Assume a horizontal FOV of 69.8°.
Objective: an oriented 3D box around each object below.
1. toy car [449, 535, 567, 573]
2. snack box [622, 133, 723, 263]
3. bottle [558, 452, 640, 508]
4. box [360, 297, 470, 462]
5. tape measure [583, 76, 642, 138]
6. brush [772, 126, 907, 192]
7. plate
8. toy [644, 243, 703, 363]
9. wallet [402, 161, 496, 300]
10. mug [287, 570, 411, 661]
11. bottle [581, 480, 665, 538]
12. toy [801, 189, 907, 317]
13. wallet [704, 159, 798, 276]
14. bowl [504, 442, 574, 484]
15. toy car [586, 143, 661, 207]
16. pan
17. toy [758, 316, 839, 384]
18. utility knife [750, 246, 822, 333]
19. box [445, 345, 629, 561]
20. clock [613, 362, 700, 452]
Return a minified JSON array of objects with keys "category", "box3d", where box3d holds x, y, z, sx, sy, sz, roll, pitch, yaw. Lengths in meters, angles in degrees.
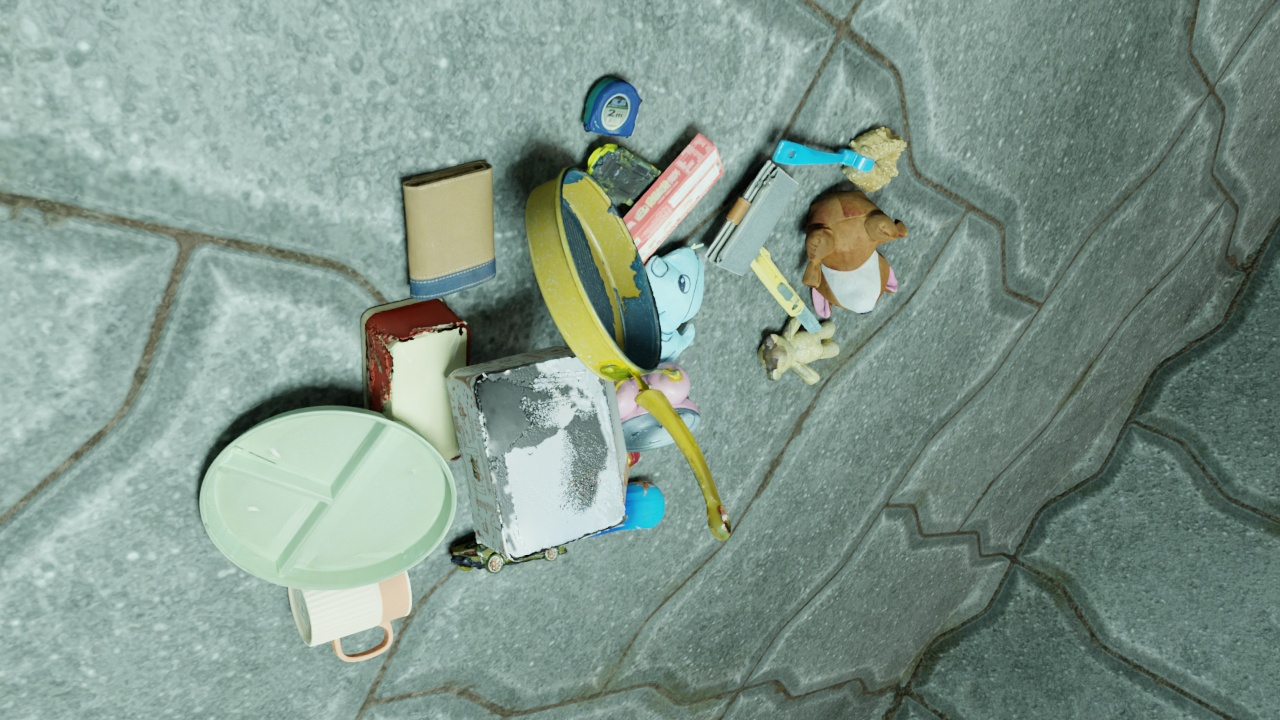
[{"category":"toy car","box3d":[-0.159,0.232,1.121,0.157,0.070,0.042,3,82,-47]},{"category":"snack box","box3d":[0.026,-0.162,0.963,0.153,0.025,0.075,-48,165,1]},{"category":"bottle","box3d":[-0.071,0.144,1.119,0.174,0.057,0.058,-28,140,-42]},{"category":"box","box3d":[-0.213,0.031,0.879,0.091,0.076,0.169,-18,133,-34]},{"category":"tape measure","box3d":[-0.027,-0.238,0.864,0.058,0.025,0.055,-8,126,-45]},{"category":"brush","box3d":[0.239,-0.243,1.096,0.254,0.046,0.083,-10,133,-46]},{"category":"plate","box3d":[-0.291,0.132,0.868,0.230,0.027,0.231,-7,128,-10]},{"category":"toy","box3d":[0.035,-0.063,1.056,0.156,0.050,0.161,-61,149,2]},{"category":"wallet","box3d":[-0.171,-0.116,0.827,0.090,0.033,0.115,-23,135,-33]},{"category":"mug","box3d":[-0.306,0.262,0.973,0.105,0.082,0.114,-13,97,-35]},{"category":"bottle","box3d":[-0.062,0.194,1.179,0.218,0.065,0.065,2,121,-46]},{"category":"toy","box3d":[0.276,-0.124,1.189,0.140,0.130,0.200,-12,151,7]},{"category":"wallet","box3d":[0.127,-0.165,1.064,0.130,0.037,0.106,-58,158,11]},{"category":"bowl","box3d":[-0.117,0.106,1.036,0.118,0.118,0.065,-28,101,-24]},{"category":"toy car","box3d":[-0.018,-0.186,0.915,0.048,0.032,0.105,-52,153,14]},{"category":"pan","box3d":[-0.004,-0.009,0.803,0.078,0.357,0.197,-20,162,18]},{"category":"toy","box3d":[0.225,-0.019,1.284,0.156,0.066,0.105,-15,100,-41]},{"category":"utility knife","box3d":[0.187,-0.090,1.192,0.031,0.021,0.205,-43,137,5]},{"category":"box","box3d":[-0.068,0.068,0.900,0.269,0.134,0.179,-24,108,-58]},{"category":"clock","box3d":[0.007,0.052,1.087,0.117,0.059,0.159,-15,154,-1]}]
